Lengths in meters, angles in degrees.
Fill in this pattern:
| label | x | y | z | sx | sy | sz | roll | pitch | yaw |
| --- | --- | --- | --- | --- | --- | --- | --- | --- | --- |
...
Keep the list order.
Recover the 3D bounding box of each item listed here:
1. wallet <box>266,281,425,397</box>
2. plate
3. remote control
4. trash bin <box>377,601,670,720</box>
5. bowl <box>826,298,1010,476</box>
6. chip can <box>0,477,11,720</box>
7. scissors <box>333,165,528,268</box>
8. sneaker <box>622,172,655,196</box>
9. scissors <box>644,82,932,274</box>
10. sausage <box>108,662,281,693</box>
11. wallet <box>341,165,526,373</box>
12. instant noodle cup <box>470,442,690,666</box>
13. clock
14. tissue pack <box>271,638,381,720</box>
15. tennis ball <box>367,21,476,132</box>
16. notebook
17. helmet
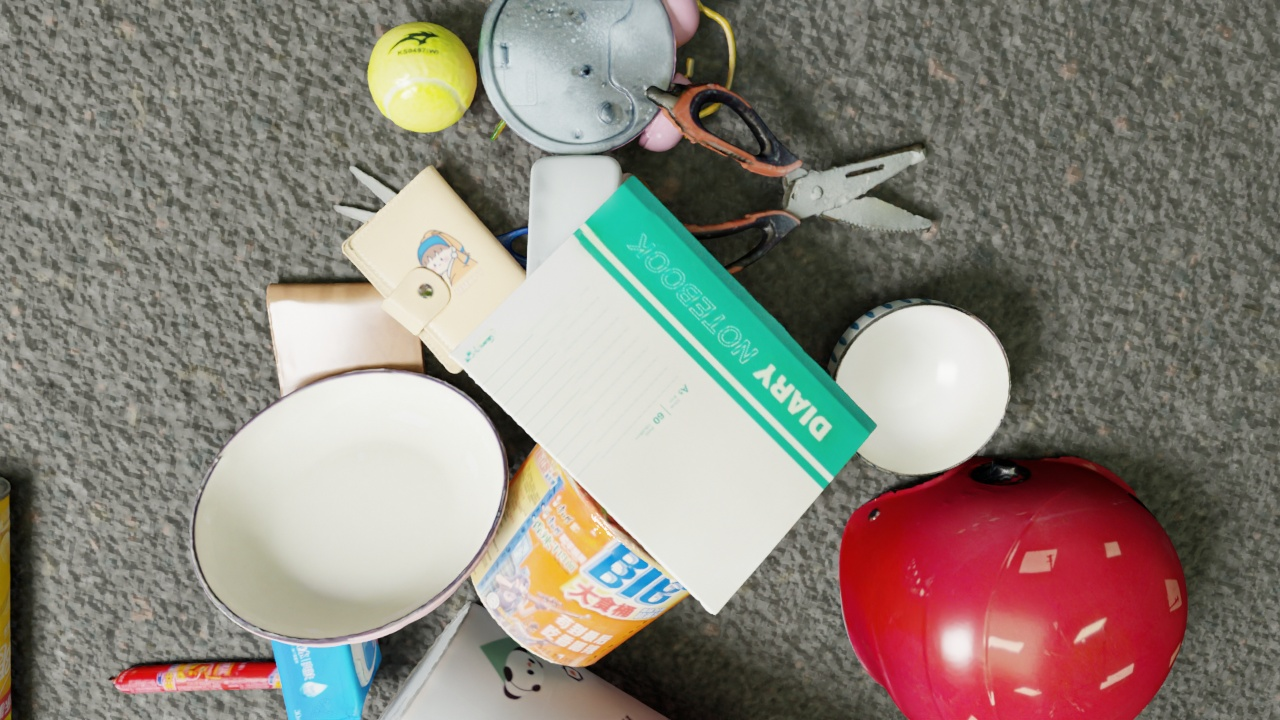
| label | x | y | z | sx | sy | sz | roll | pitch | yaw |
| --- | --- | --- | --- | --- | --- | --- | --- | --- | --- |
| wallet | -0.199 | 0.002 | 0.632 | 0.101 | 0.020 | 0.115 | -1 | 106 | -2 |
| plate | -0.176 | 0.091 | 0.573 | 0.192 | 0.192 | 0.039 | -4 | 141 | 0 |
| remote control | -0.039 | -0.055 | 0.542 | 0.056 | 0.020 | 0.136 | 0 | 80 | 4 |
| trash bin | -0.066 | 0.308 | 0.610 | 0.252 | 0.229 | 0.230 | 37 | 100 | -3 |
| bowl | 0.178 | 0.012 | 0.616 | 0.116 | 0.066 | 0.116 | 0 | 104 | -1 |
| chip can | -0.482 | 0.189 | 0.644 | 0.072 | 0.072 | 0.213 | 8 | 102 | -3 |
| scissors | -0.125 | -0.067 | 0.620 | 0.170 | 0.012 | 0.144 | -4 | 103 | 1 |
| sneaker | -0.004 | 0.003 | 0.590 | 0.088 | 0.118 | 0.241 | -20 | 84 | 22 |
| scissors | 0.088 | -0.107 | 0.571 | 0.224 | 0.015 | 0.188 | 38 | 78 | -19 |
| sausage | -0.318 | 0.236 | 0.684 | 0.156 | 0.020 | 0.020 | -2 | 103 | -1 |
| wallet | -0.130 | -0.056 | 0.601 | 0.087 | 0.024 | 0.115 | -41 | 99 | 2 |
| instant noodle cup | -0.033 | 0.119 | 0.602 | 0.151 | 0.151 | 0.112 | 40 | 108 | -9 |
| clock | -0.019 | -0.186 | 0.569 | 0.158 | 0.059 | 0.117 | 0 | 102 | 1 |
| tissue pack | -0.216 | 0.187 | 0.636 | 0.052 | 0.095 | 0.157 | -8 | 104 | -5 |
| tennis ball | -0.134 | -0.174 | 0.566 | 0.065 | 0.065 | 0.065 | 0 | 103 | -1 |
| notebook | 0.019 | 0.019 | 0.522 | 0.209 | 0.012 | 0.150 | 45 | 78 | -7 |
| helmet | 0.268 | 0.175 | 0.620 | 0.240 | 0.144 | 0.207 | -21 | 101 | 3 |
